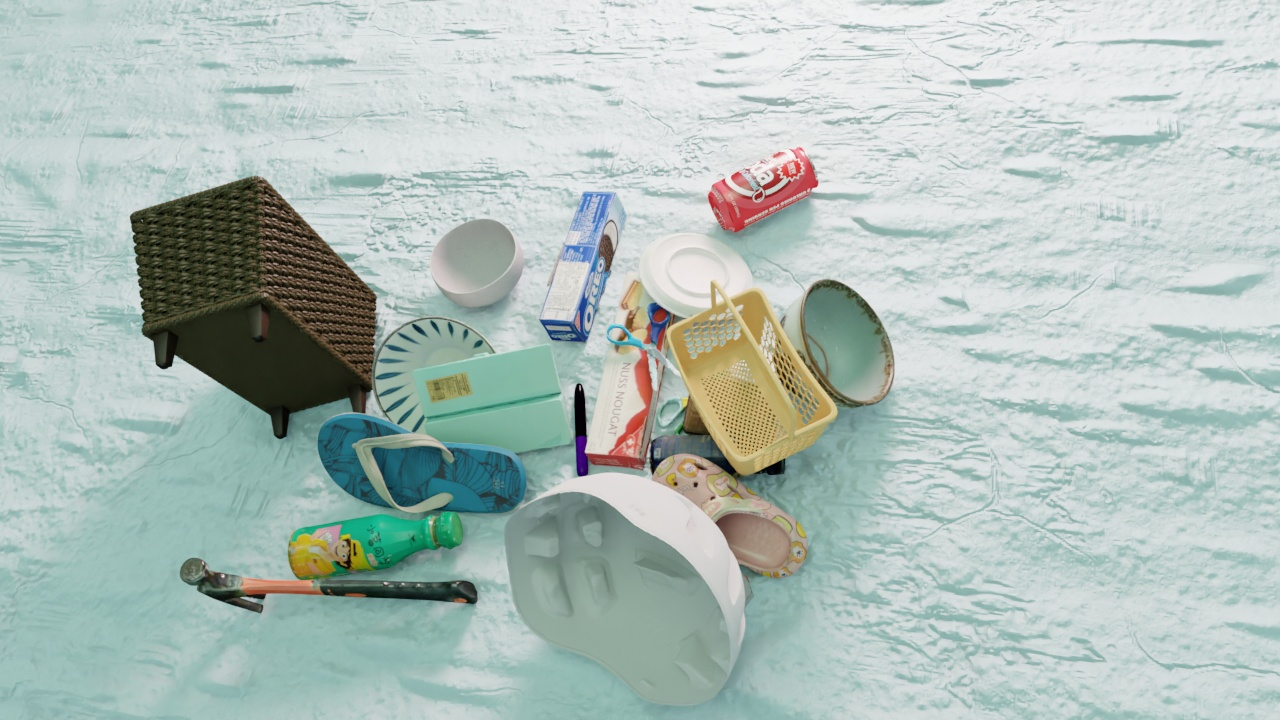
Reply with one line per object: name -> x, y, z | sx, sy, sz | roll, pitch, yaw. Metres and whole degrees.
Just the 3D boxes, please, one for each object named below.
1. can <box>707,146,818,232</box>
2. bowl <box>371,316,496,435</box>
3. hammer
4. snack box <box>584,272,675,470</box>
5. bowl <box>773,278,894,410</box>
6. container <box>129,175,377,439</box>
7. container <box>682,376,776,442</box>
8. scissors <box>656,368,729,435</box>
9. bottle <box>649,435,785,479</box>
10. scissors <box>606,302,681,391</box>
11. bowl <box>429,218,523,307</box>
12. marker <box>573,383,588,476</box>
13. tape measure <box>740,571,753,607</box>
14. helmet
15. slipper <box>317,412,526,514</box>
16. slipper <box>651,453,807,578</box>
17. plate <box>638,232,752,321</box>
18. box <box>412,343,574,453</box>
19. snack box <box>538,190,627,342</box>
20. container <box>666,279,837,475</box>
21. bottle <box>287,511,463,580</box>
can -> 0.169, -0.238, 1.276 | 0.142, 0.074, 0.074 | -27, 58, -2
bowl -> -0.259, 0.021, 1.218 | 0.177, 0.177, 0.070 | -11, 15, 7
hammer -> -0.361, 0.274, 1.100 | 0.333, 0.133, 0.033 | 0, 59, 4
snack box -> -0.007, 0.007, 1.196 | 0.077, 0.044, 0.272 | 4, 62, 16
bowl -> 0.218, -0.007, 1.107 | 0.094, 0.159, 0.159 | -31, 45, 46
container -> -0.485, -0.048, 1.196 | 0.176, 0.321, 0.204 | -15, 64, 5
container -> 0.110, 0.059, 1.120 | 0.114, 0.061, 0.063 | 8, 64, 10
scissors -> 0.070, 0.043, 1.176 | 0.070, 0.014, 0.130 | 26, 71, 24
bottle -> 0.092, 0.117, 1.101 | 0.161, 0.056, 0.056 | -2, 60, 13
scissors -> 0.021, -0.023, 1.173 | 0.104, 0.015, 0.133 | -40, 60, -11
bowl -> -0.230, -0.133, 1.321 | 0.132, 0.064, 0.131 | -6, 59, 10
marker -> -0.076, 0.087, 1.183 | 0.015, 0.018, 0.133 | 8, 57, -20
tape measure -> 0.092, 0.261, 1.039 | 0.062, 0.020, 0.060 | 30, 72, 27
helmet -> -0.004, 0.230, 0.958 | 0.183, 0.224, 0.283 | -25, 27, -30
slipper -> -0.287, 0.141, 1.155 | 0.295, 0.060, 0.118 | 8, 101, 14
slipper -> 0.091, 0.184, 1.032 | 0.197, 0.081, 0.093 | 30, 107, 16
plate -> 0.076, -0.118, 1.231 | 0.157, 0.014, 0.156 | 6, 53, -8
box -> -0.189, 0.058, 1.174 | 0.187, 0.136, 0.033 | -12, 19, 8
snack box -> -0.079, -0.135, 1.289 | 0.059, 0.059, 0.225 | 6, 61, 20
container -> 0.116, 0.018, 1.010 | 0.129, 0.167, 0.183 | -24, 64, -7
bottle -> -0.325, 0.225, 1.136 | 0.210, 0.068, 0.068 | -11, 59, 8
